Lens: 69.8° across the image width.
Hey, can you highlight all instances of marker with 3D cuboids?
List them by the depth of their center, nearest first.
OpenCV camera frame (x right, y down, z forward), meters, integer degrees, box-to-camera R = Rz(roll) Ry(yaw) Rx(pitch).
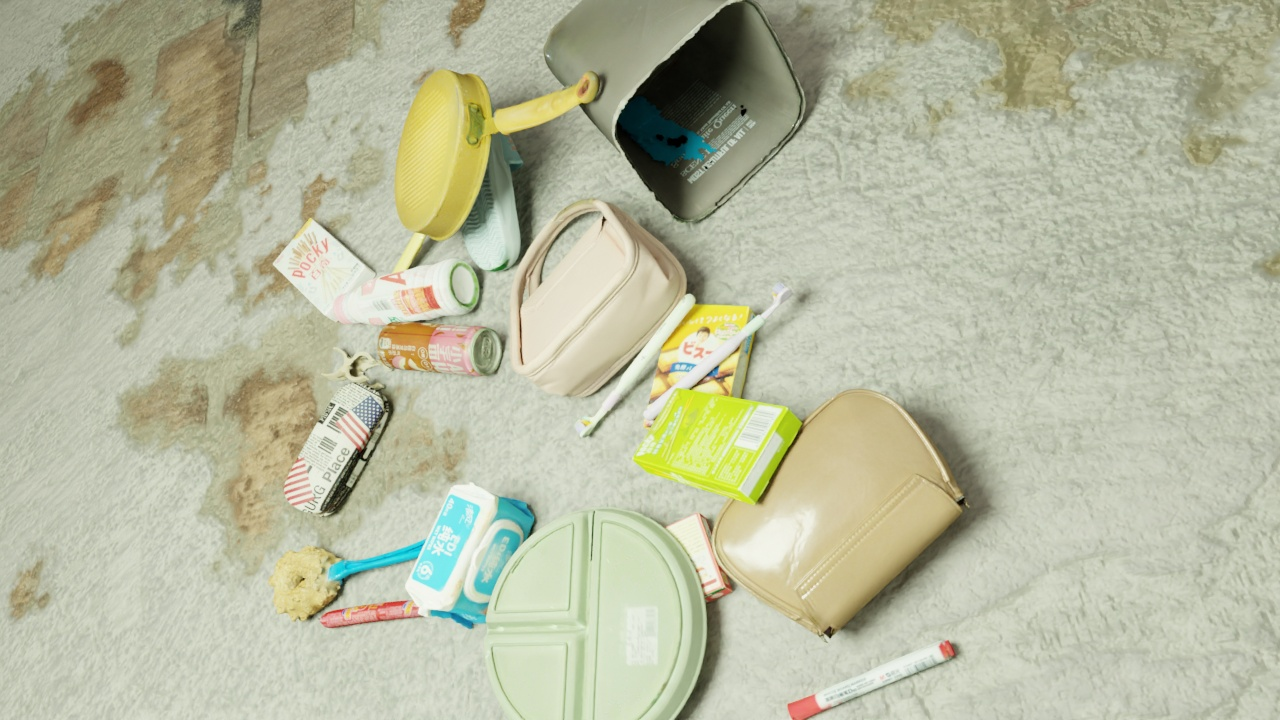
[{"bbox_3d":[0.189,0.264,0.756,0.145,0.017,0.017,-28,58,13],"label":"marker"}]

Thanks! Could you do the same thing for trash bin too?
[{"bbox_3d":[0.025,-0.304,1.006,0.199,0.198,0.219,-43,49,2],"label":"trash bin"}]

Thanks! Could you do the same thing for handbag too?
[{"bbox_3d":[0.167,0.130,0.784,0.204,0.100,0.148,-44,63,3],"label":"handbag"},{"bbox_3d":[-0.068,-0.092,1.005,0.194,0.093,0.234,-45,43,18],"label":"handbag"}]

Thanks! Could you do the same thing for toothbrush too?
[{"bbox_3d":[0.074,-0.007,0.899,0.189,0.029,0.021,-43,94,4],"label":"toothbrush"},{"bbox_3d":[-0.006,0.006,0.944,0.190,0.020,0.029,-50,23,16],"label":"toothbrush"}]

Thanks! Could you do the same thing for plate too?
[{"bbox_3d":[-0.050,0.246,0.846,0.231,0.027,0.229,-10,66,23],"label":"plate"}]

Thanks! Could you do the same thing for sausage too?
[{"bbox_3d":[-0.287,0.273,0.993,0.156,0.020,0.020,-13,62,21],"label":"sausage"}]

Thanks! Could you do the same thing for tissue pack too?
[{"bbox_3d":[-0.168,0.197,0.924,0.063,0.090,0.140,16,75,32],"label":"tissue pack"}]

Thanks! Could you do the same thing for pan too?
[{"bbox_3d":[-0.173,-0.250,1.018,0.358,0.078,0.197,-14,72,53],"label":"pan"}]

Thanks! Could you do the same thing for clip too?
[{"bbox_3d":[-0.358,0.019,1.138,0.104,0.034,0.076,-2,67,31],"label":"clip"}]

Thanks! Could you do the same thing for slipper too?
[{"bbox_3d":[-0.185,-0.225,1.130,0.104,0.074,0.245,-28,72,43],"label":"slipper"}]

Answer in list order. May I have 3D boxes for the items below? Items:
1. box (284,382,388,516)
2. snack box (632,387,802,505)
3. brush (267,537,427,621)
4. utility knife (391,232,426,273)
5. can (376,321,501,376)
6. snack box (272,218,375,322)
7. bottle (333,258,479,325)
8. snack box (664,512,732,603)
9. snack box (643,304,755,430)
[{"bbox_3d":[-0.356,0.102,1.072,0.075,0.076,0.163,23,76,27],"label":"box"},{"bbox_3d":[0.064,0.073,0.822,0.157,0.026,0.085,7,60,54],"label":"snack box"},{"bbox_3d":[-0.304,0.225,1.016,0.255,0.046,0.083,-19,56,14],"label":"brush"},{"bbox_3d":[-0.280,-0.152,1.154,0.177,0.019,0.031,-57,48,26],"label":"utility knife"},{"bbox_3d":[-0.237,-0.014,1.075,0.147,0.058,0.057,4,69,28],"label":"can"},{"bbox_3d":[-0.430,-0.124,1.242,0.157,0.027,0.084,37,87,33],"label":"snack box"},{"bbox_3d":[-0.294,-0.077,1.131,0.197,0.068,0.068,-8,64,28],"label":"bottle"},{"bbox_3d":[0.003,0.211,0.869,0.156,0.027,0.077,-27,58,14],"label":"snack box"},{"bbox_3d":[0.061,0.011,0.928,0.087,0.034,0.140,5,68,28],"label":"snack box"}]
